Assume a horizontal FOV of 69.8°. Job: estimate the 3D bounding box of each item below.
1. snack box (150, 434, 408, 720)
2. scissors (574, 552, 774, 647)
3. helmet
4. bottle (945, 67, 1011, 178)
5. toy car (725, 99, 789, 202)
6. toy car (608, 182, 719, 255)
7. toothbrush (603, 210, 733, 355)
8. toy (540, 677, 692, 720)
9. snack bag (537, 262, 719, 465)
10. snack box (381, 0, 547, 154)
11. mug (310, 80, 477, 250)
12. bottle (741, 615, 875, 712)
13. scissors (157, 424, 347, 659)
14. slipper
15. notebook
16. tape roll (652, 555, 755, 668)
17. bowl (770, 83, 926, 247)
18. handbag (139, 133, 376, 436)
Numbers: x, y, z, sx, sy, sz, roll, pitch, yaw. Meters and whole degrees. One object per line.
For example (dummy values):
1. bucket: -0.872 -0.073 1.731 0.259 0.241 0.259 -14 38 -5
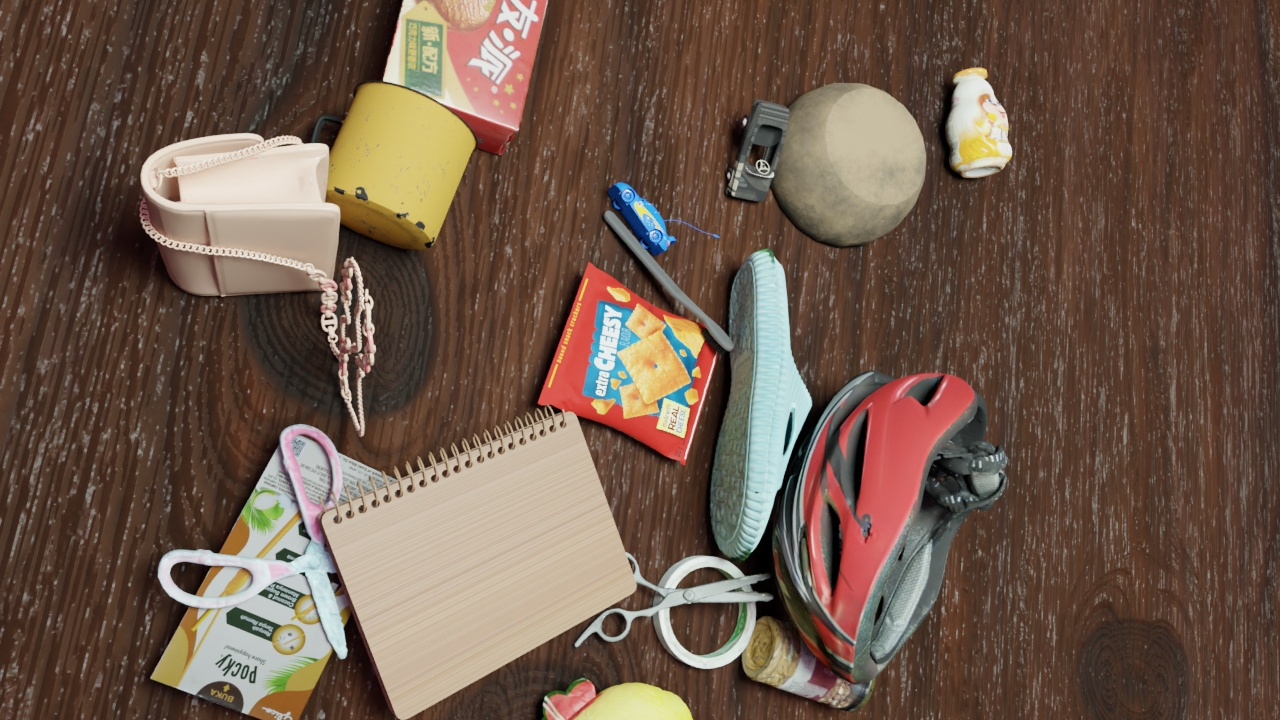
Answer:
1. snack box: -0.256 0.157 0.667 0.101 0.032 0.185 29 72 -16
2. scissors: 0.028 0.208 0.764 0.160 0.014 0.120 21 73 6
3. helmet: 0.204 0.133 0.778 0.271 0.167 0.217 -61 147 -20
4. bottle: 0.354 -0.251 0.969 0.063 0.063 0.108 -2 83 -23
5. toy car: 0.112 -0.194 0.859 0.040 0.037 0.092 7 112 -23
6. toy car: 0.021 -0.132 0.825 0.061 0.033 0.092 -37 97 -17
7. toothbrush: 0.024 -0.070 0.814 0.167 0.013 0.012 49 44 4
8. toy: 0.009 0.335 0.718 0.207 0.092 0.133 41 82 -17
9. snack bag: -0.005 0.004 0.792 0.144 0.039 0.130 25 71 -21
10. snack box: -0.139 -0.304 0.774 0.113 0.060 0.236 16 76 -21
11. mug: -0.201 -0.149 0.707 0.124 0.100 0.094 17 76 6
12. bottle: 0.147 0.266 0.805 0.105 0.056 0.056 24 73 -18
13. scissors: -0.252 0.136 0.648 0.174 0.013 0.170 -16 91 -26
14. slipper: 0.110 0.036 0.798 0.069 0.116 0.275 8 74 -9
15. notebook: -0.117 0.143 0.697 0.210 0.022 0.169 -22 95 -30
16. tape roll: 0.056 0.217 0.796 0.093 0.018 0.093 4 81 -22
17. bowl: 0.209 -0.196 0.896 0.162 0.070 0.162 4 80 -22
18. handbag: -0.255 -0.044 0.610 0.116 0.199 0.187 -10 78 -24
